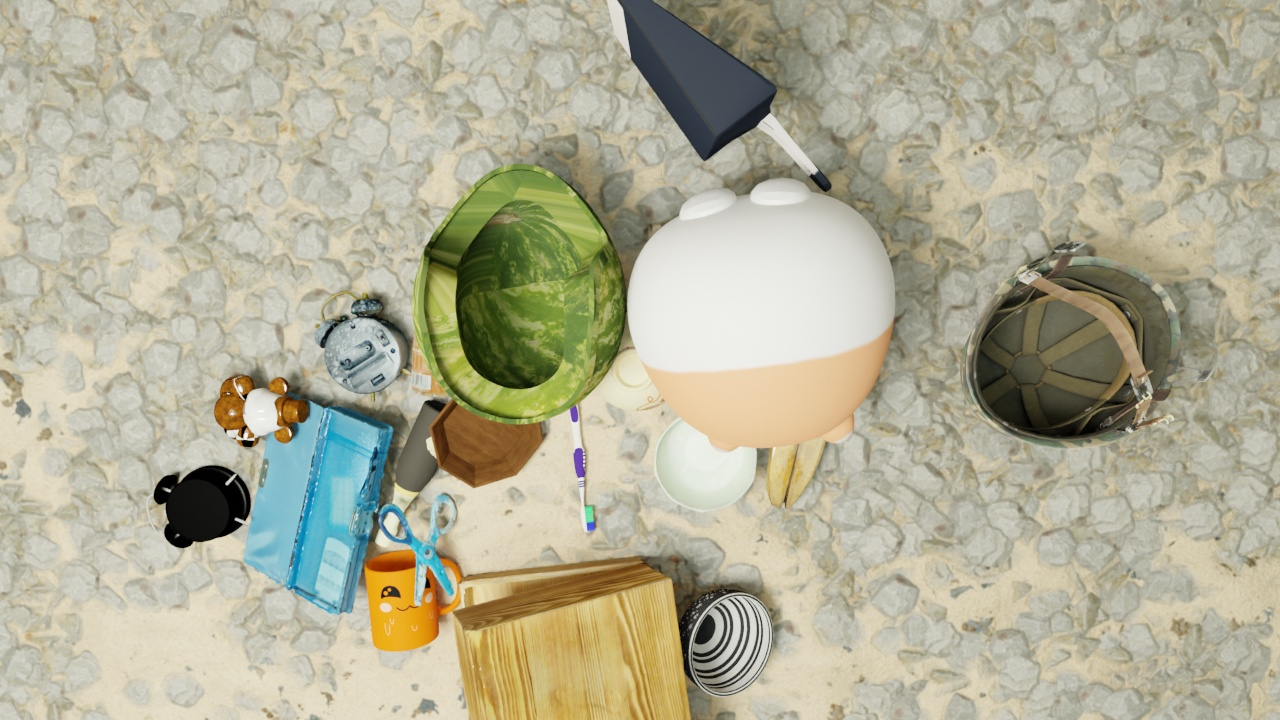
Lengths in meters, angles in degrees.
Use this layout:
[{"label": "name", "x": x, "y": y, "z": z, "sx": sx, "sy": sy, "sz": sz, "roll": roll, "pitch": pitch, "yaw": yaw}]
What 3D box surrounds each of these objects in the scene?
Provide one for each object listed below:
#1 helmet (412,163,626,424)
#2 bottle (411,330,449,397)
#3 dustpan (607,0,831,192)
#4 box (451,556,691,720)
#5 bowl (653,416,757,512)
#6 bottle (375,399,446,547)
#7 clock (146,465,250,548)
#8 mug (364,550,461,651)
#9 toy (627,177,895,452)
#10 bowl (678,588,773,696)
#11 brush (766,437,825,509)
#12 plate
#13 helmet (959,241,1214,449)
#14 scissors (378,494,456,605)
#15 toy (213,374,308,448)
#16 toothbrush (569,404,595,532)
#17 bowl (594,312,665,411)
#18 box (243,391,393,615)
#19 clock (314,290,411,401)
[{"label": "helmet", "x": -0.121, "y": -0.063, "z": 0.950, "sx": 0.213, "sy": 0.246, "sz": 0.244, "roll": -1, "pitch": 134, "yaw": 0}, {"label": "bottle", "x": -0.228, "y": -0.043, "z": 1.048, "sx": 0.059, "sy": 0.059, "sz": 0.167, "roll": 5, "pitch": 97, "yaw": 2}, {"label": "dustpan", "x": 0.080, "y": -0.261, "z": 0.915, "sx": 0.080, "sy": 0.236, "sz": 0.273, "roll": -36, "pitch": 95, "yaw": 5}, {"label": "box", "x": -0.071, "y": 0.382, "z": 1.055, "sx": 0.258, "sy": 0.221, "sz": 0.279, "roll": -9, "pitch": 91, "yaw": -19}, {"label": "bowl", "x": 0.074, "y": 0.110, "z": 1.055, "sx": 0.117, "sy": 0.061, "sz": 0.117, "roll": 0, "pitch": 97, "yaw": 2}, {"label": "bottle", "x": -0.270, "y": 0.137, "z": 1.083, "sx": 0.045, "sy": 0.045, "sz": 0.184, "roll": 25, "pitch": 98, "yaw": -1}, {"label": "clock", "x": -0.533, "y": 0.177, "z": 1.102, "sx": 0.121, "sy": 0.042, "sz": 0.091, "roll": -10, "pitch": 97, "yaw": 4}, {"label": "mug", "x": -0.267, "y": 0.281, "z": 1.096, "sx": 0.112, "sy": 0.078, "sz": 0.096, "roll": -8, "pitch": 99, "yaw": -28}, {"label": "toy", "x": 0.124, "y": -0.039, "z": 0.930, "sx": 0.263, "sy": 0.265, "sz": 0.281, "roll": -6, "pitch": 110, "yaw": 15}, {"label": "bowl", "x": 0.088, "y": 0.323, "z": 1.076, "sx": 0.120, "sy": 0.066, "sz": 0.120, "roll": -2, "pitch": 95, "yaw": -31}, {"label": "brush", "x": 0.184, "y": 0.075, "z": 1.054, "sx": 0.059, "sy": 0.043, "sz": 0.195, "roll": 14, "pitch": 97, "yaw": 2}, {"label": "plate", "x": -0.179, "y": 0.081, "z": 1.058, "sx": 0.131, "sy": 0.025, "sz": 0.131, "roll": -8, "pitch": 112, "yaw": -21}, {"label": "helmet", "x": 0.439, "y": -0.011, "z": 0.934, "sx": 0.224, "sy": 0.236, "sz": 0.192, "roll": -33, "pitch": 81, "yaw": 10}, {"label": "scissors", "x": -0.257, "y": 0.214, "z": 1.056, "sx": 0.012, "sy": 0.127, "sz": 0.137, "roll": -18, "pitch": 57, "yaw": 41}, {"label": "toy", "x": -0.441, "y": 0.058, "z": 1.065, "sx": 0.113, "sy": 0.067, "sz": 0.087, "roll": -2, "pitch": 98, "yaw": 8}, {"label": "toothbrush", "x": -0.072, "y": 0.113, "z": 1.086, "sx": 0.016, "sy": 0.015, "sz": 0.187, "roll": -7, "pitch": 97, "yaw": -2}, {"label": "bowl", "x": -0.006, "y": 0.006, "z": 1.038, "sx": 0.118, "sy": 0.074, "sz": 0.118, "roll": 0, "pitch": 98, "yaw": 2}, {"label": "box", "x": -0.386, "y": 0.162, "z": 1.080, "sx": 0.175, "sy": 0.033, "sz": 0.231, "roll": 19, "pitch": 99, "yaw": 23}, {"label": "clock", "x": -0.322, "y": -0.020, "z": 1.060, "sx": 0.090, "sy": 0.052, "sz": 0.129, "roll": -31, "pitch": 96, "yaw": 6}]
